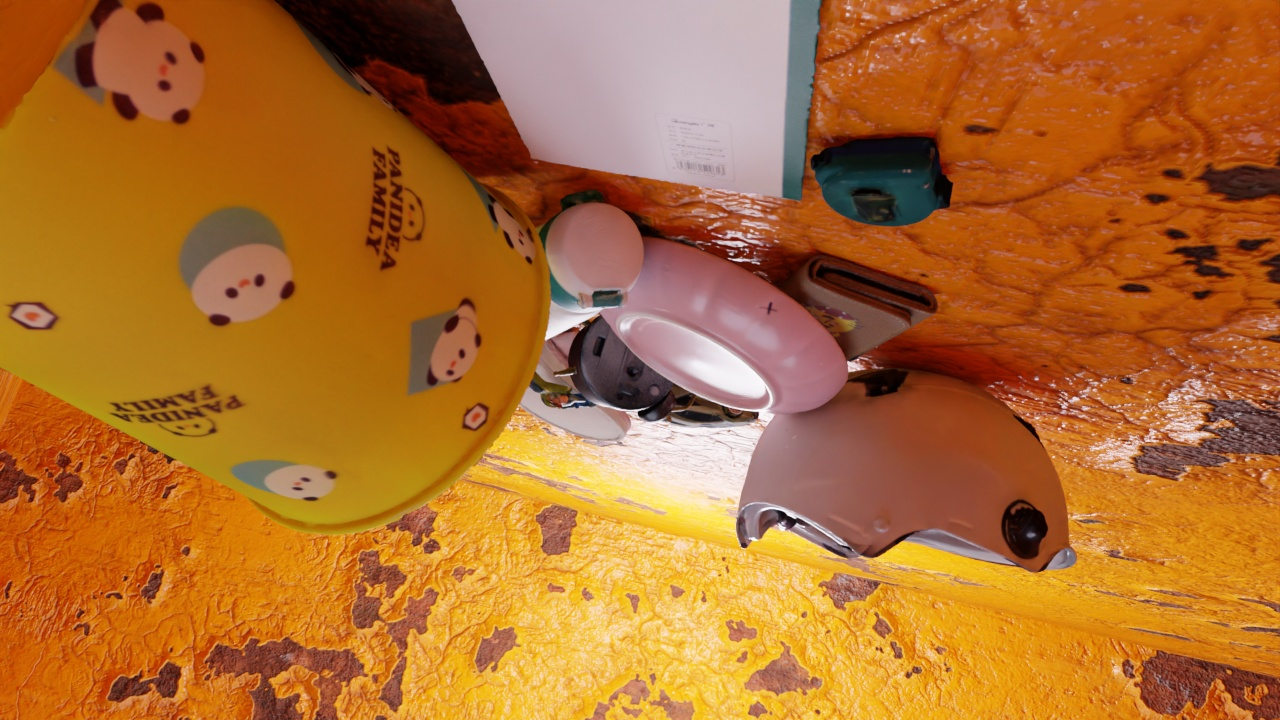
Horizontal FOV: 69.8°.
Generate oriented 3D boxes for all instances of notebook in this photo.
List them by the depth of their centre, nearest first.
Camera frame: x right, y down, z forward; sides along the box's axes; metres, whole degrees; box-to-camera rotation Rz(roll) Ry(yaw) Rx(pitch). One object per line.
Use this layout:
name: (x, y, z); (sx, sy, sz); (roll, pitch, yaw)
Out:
notebook: (-0.001, -0.127, 0.386); (0.150, 0.012, 0.209); (11, 165, 11)

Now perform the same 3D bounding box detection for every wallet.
wallet: (0.125, -0.029, 0.598); (0.090, 0.033, 0.115); (18, 161, -9)

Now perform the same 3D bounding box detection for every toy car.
toy car: (0.045, 0.044, 0.926); (0.158, 0.042, 0.070); (15, 166, -14)

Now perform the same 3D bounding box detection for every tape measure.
tape measure: (0.112, -0.081, 0.426); (0.058, 0.025, 0.054); (6, 162, 31)

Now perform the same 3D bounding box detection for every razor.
razor: (-0.095, 0.007, 0.772); (0.043, 0.022, 0.142); (-7, 142, 37)

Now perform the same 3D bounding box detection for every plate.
plate: (0.045, -0.013, 0.626); (0.192, 0.039, 0.193); (26, 163, 8)

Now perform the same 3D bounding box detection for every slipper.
slipper: (-0.091, -0.006, 0.831); (0.114, 0.054, 0.274); (0, 148, 34)

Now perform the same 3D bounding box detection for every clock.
clock: (-0.004, 0.004, 0.741); (0.122, 0.082, 0.055); (20, 169, -18)

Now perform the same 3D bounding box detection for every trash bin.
trash bin: (-0.203, -0.062, 0.434); (0.230, 0.229, 0.255); (6, 158, 29)

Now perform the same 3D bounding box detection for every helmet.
helmet: (0.206, 0.083, 0.713); (0.258, 0.145, 0.229); (8, 168, -15)

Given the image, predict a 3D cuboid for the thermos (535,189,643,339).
thermos: (-0.071, -0.048, 0.611); (0.073, 0.073, 0.225); (21, 161, -23)
